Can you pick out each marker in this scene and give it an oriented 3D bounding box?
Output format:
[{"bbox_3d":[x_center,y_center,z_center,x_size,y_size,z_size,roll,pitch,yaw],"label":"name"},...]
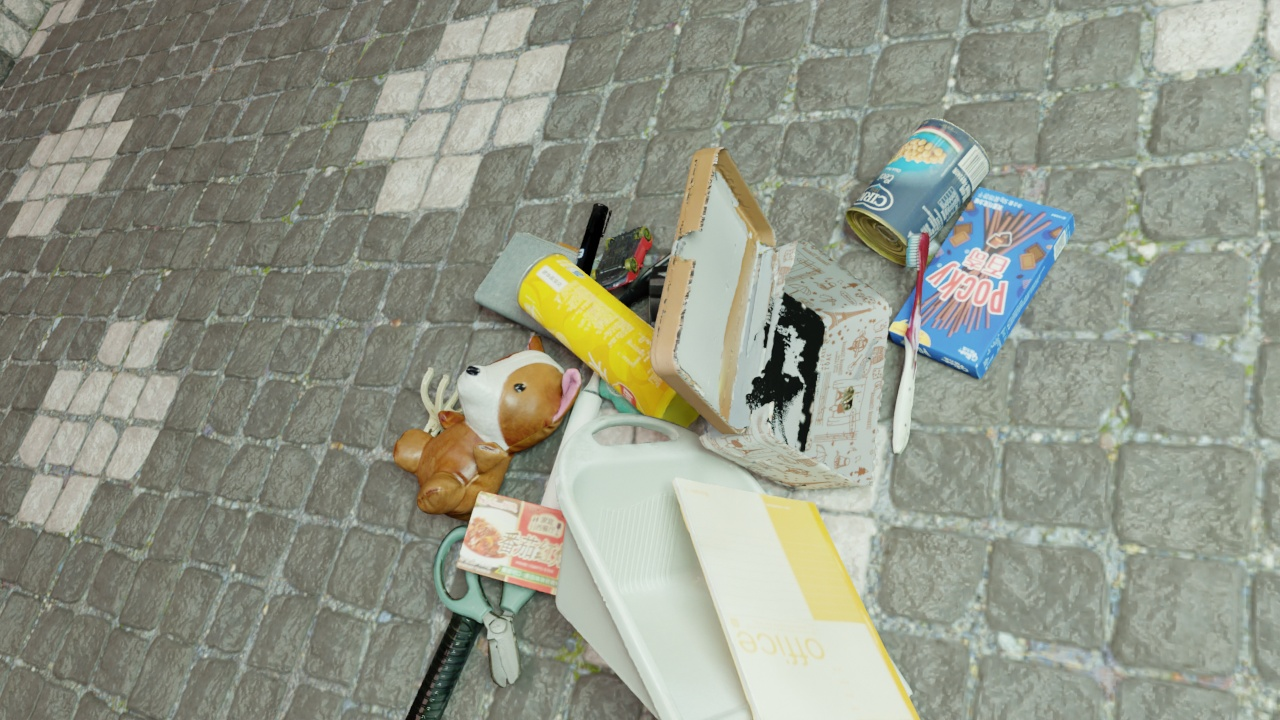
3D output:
[{"bbox_3d":[-0.057,-0.105,0.970,0.022,0.020,0.131,19,72,-11],"label":"marker"}]

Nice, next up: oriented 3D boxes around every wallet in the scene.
[{"bbox_3d":[-0.102,-0.081,1.004,0.130,0.037,0.106,25,76,23],"label":"wallet"}]

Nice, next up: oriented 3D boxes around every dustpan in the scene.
[{"bbox_3d":[0.050,0.144,0.681,0.258,0.222,0.143,22,106,46],"label":"dustpan"}]

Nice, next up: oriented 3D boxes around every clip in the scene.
[{"bbox_3d":[-0.209,0.054,1.006,0.035,0.096,0.101,20,118,35],"label":"clip"}]

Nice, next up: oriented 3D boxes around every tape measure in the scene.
[{"bbox_3d":[0.026,-0.060,0.899,0.033,0.066,0.065,2,24,6],"label":"tape measure"}]

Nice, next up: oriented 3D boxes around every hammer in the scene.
[{"bbox_3d":[-0.220,0.377,0.836,0.129,0.033,0.300,13,73,34],"label":"hammer"}]

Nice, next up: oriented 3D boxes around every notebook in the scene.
[{"bbox_3d":[0.110,0.176,0.671,0.010,0.145,0.206,-57,34,31],"label":"notebook"}]

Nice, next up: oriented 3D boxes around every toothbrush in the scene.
[{"bbox_3d":[0.223,-0.015,0.766,0.017,0.016,0.187,4,86,46],"label":"toothbrush"},{"bbox_3d":[0.015,-0.085,0.941,0.213,0.026,0.027,-36,65,6],"label":"toothbrush"},{"bbox_3d":[-0.059,0.062,0.913,0.026,0.026,0.220,20,71,-8],"label":"toothbrush"}]

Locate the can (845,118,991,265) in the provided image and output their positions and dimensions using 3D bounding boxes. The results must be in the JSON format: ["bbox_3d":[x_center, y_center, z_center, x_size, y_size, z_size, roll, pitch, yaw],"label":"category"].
[{"bbox_3d":[0.247,-0.150,0.816,0.111,0.075,0.075,-50,52,-2],"label":"can"}]

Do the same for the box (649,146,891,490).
[{"bbox_3d":[0.092,-0.021,0.710,0.103,0.260,0.178,-13,57,47],"label":"box"}]

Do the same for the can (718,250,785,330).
[{"bbox_3d":[0.091,-0.043,0.863,0.083,0.057,0.102,-19,57,23],"label":"can"}]

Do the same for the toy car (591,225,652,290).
[{"bbox_3d":[-0.019,-0.103,0.955,0.049,0.031,0.106,-16,30,26],"label":"toy car"}]

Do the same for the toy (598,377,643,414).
[{"bbox_3d":[-0.005,0.005,0.909,0.096,0.030,0.092,37,83,31],"label":"toy"}]

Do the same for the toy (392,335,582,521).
[{"bbox_3d":[-0.151,0.060,0.916,0.199,0.130,0.140,-40,43,-6],"label":"toy"}]

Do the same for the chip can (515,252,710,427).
[{"bbox_3d":[-0.028,-0.020,0.868,0.213,0.072,0.072,39,88,29],"label":"chip can"}]

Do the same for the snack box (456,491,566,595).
[{"bbox_3d":[-0.088,0.173,0.844,0.153,0.025,0.075,11,74,17],"label":"snack box"}]

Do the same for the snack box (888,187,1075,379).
[{"bbox_3d":[0.289,-0.069,0.779,0.084,0.026,0.157,29,81,37],"label":"snack box"}]

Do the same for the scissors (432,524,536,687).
[{"bbox_3d":[-0.156,0.225,0.856,0.129,0.019,0.184,0,52,9],"label":"scissors"}]
